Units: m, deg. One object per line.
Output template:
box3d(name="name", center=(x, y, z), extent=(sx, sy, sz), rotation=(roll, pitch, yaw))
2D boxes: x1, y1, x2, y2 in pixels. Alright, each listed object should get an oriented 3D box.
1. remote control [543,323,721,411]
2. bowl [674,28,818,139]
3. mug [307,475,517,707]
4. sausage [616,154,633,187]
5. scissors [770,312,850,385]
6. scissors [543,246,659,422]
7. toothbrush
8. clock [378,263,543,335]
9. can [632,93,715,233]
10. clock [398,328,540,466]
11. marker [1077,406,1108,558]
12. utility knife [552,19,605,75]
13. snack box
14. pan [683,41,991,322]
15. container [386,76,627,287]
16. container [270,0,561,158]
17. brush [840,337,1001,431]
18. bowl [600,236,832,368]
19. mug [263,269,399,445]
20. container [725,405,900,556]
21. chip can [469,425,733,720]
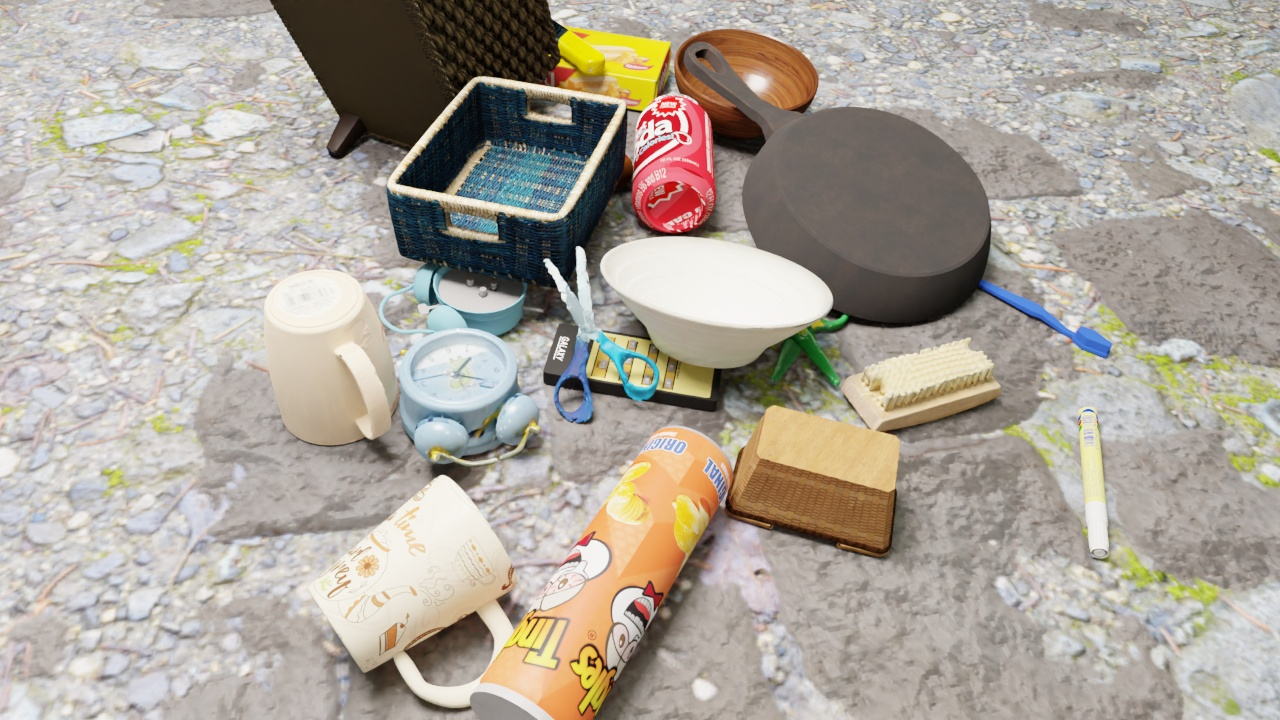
box3d(name="remote control", center=(-0.004, 0.004, 0.708), extent=(0.133, 0.013, 0.058), rotation=(9, 45, 4))
box3d(name="bowl", center=(0.104, -0.273, 0.950), extent=(0.147, 0.069, 0.147), rotation=(4, 50, -5))
box3d(name="mug", center=(-0.123, 0.144, 0.533), extent=(0.097, 0.081, 0.122), rotation=(-34, 83, -23))
box3d(name="sausage", center=(-0.075, -0.162, 0.848), extent=(0.155, 0.040, 0.040), rotation=(-25, 53, -26))
box3d(name="scissors", center=(0.122, -0.024, 0.748), extent=(0.119, 0.012, 0.128), rotation=(22, 46, 18))
box3d(name="scissors", center=(-0.049, -0.018, 0.673), extent=(0.086, 0.015, 0.135), rotation=(-29, 93, -3))
box3d(name="toothbrush", center=(0.319, -0.056, 0.797), extent=(0.187, 0.011, 0.016), rotation=(36, 53, 27))
box3d(name="clock", center=(-0.145, -0.049, 0.729), extent=(0.123, 0.042, 0.087), rotation=(-14, 48, -20))
box3d(name="can", center=(0.031, -0.185, 0.854), extent=(0.074, 0.075, 0.142), rotation=(4, 45, -2))
box3d(name="clock", center=(-0.122, 0.029, 0.646), extent=(0.088, 0.052, 0.124), rotation=(-15, 48, -21))
box3d(name="marker", center=(0.324, 0.084, 0.657), extent=(0.014, 0.014, 0.132), rotation=(14, 46, 9))
box3d(name="utility knife", center=(-0.094, -0.352, 0.987), extent=(0.028, 0.020, 0.171), rotation=(-25, 54, -28))
box3d(name="snack box", center=(-0.072, -0.327, 1.009), extent=(0.201, 0.042, 0.091), rotation=(11, 46, 6))
box3d(name="pan", center=(0.165, -0.185, 0.825), extent=(0.248, 0.043, 0.356), rotation=(-32, 69, -27))
box3d(name="container", center=(-0.102, -0.150, 0.754), extent=(0.145, 0.071, 0.186), rotation=(12, 45, 9))
box3d(name="container", center=(-0.214, -0.317, 0.793), extent=(0.176, 0.321, 0.204), rotation=(20, 69, 14))
box3d(name="brush", center=(0.216, 0.016, 0.698), extent=(0.117, 0.039, 0.049), rotation=(-12, 47, -18))
box3d(name="bowl", center=(0.054, -0.038, 0.707), extent=(0.176, 0.058, 0.176), rotation=(6, 27, -3))
box3d(name="mug", center=(-0.206, 0.003, 0.628), extent=(0.085, 0.104, 0.111), rotation=(-30, 54, -29))
box3d(name="container", center=(0.120, 0.077, 0.613), extent=(0.114, 0.061, 0.063), rotation=(14, 46, 9))
box3d(name="chip can", center=(-0.015, 0.130, 0.548), extent=(0.062, 0.062, 0.209), rotation=(23, 48, 17))
